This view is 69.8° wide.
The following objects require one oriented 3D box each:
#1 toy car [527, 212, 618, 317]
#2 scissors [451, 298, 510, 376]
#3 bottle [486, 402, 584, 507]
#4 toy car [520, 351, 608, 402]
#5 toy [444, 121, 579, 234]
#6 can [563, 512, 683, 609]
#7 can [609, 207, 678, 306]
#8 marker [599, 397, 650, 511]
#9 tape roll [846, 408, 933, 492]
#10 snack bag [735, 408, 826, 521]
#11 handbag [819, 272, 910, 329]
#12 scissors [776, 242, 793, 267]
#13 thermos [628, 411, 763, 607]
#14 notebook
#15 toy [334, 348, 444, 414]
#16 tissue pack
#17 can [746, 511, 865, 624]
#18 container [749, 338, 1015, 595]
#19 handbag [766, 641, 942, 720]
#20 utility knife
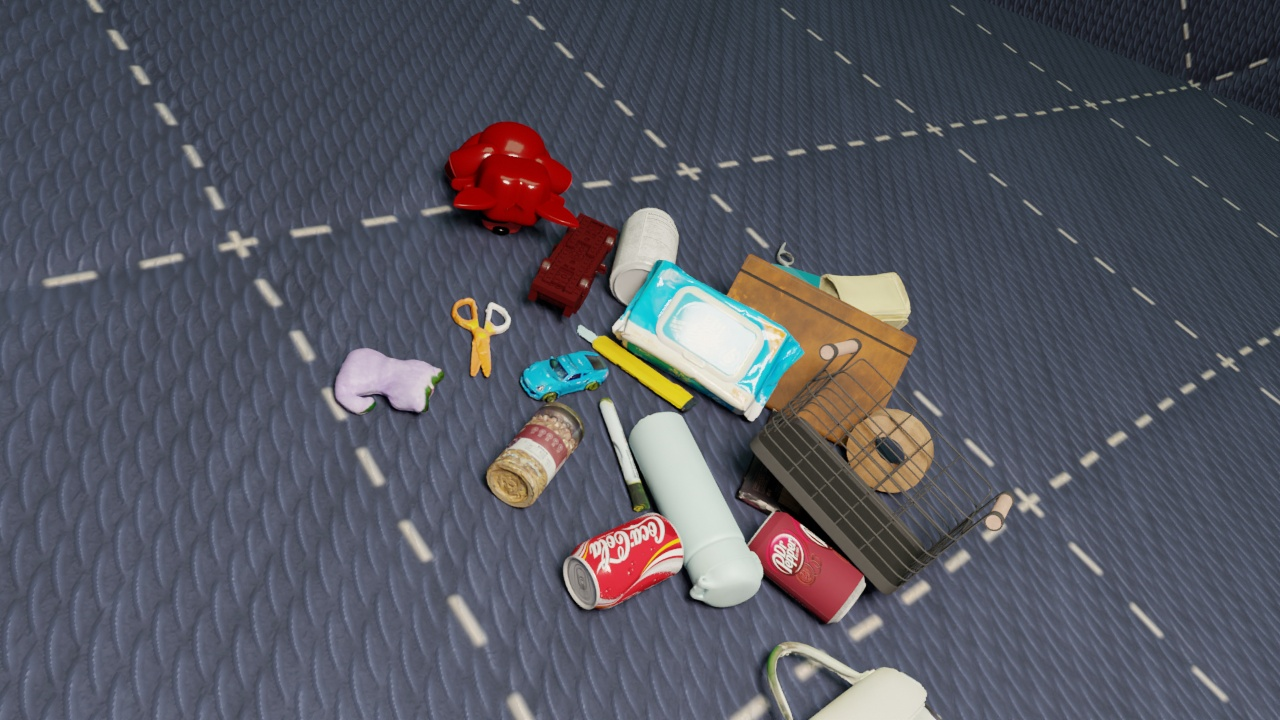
[{"bbox_3d":[-0.083,-0.113,1.137,0.070,0.062,0.169,25,41,0],"label":"toy car"},{"bbox_3d":[-0.174,-0.024,1.041,0.073,0.013,0.131,3,45,-22],"label":"scissors"},{"bbox_3d":[-0.104,0.093,0.918,0.056,0.056,0.105,30,42,6],"label":"bottle"},{"bbox_3d":[-0.083,0.014,1.029,0.105,0.032,0.048,-15,55,-34],"label":"toy car"},{"bbox_3d":[-0.166,-0.223,1.171,0.158,0.121,0.197,10,34,-20],"label":"toy"},{"bbox_3d":[-0.015,0.188,0.856,0.104,0.064,0.064,-17,56,-37],"label":"can"},{"bbox_3d":[0.007,-0.133,1.189,0.078,0.078,0.135,18,42,-7],"label":"can"},{"bbox_3d":[-0.019,0.099,0.984,0.017,0.017,0.146,1,46,-25],"label":"marker"},{"bbox_3d":[0.288,0.104,1.062,0.094,0.094,0.027,39,33,16],"label":"tape roll"},{"bbox_3d":[0.163,0.120,1.045,0.074,0.018,0.154,29,42,4],"label":"snack bag"},{"bbox_3d":[0.281,-0.062,1.221,0.119,0.111,0.081,-3,63,-25],"label":"handbag"},{"bbox_3d":[0.215,-0.113,1.314,0.141,0.014,0.171,19,45,-3],"label":"scissors"},{"bbox_3d":[0.054,0.149,0.928,0.077,0.065,0.206,-3,48,-30],"label":"thermos"},{"bbox_3d":[0.197,-0.019,1.128,0.249,0.014,0.178,28,81,4],"label":"notebook"},{"bbox_3d":[-0.258,0.026,0.933,0.099,0.037,0.080,16,52,-2],"label":"toy"},{"bbox_3d":[0.081,-0.024,1.088,0.209,0.066,0.117,32,82,3],"label":"tissue pack"},{"bbox_3d":[0.165,0.207,0.922,0.114,0.063,0.063,37,43,14],"label":"can"},{"bbox_3d":[0.250,0.107,0.962,0.241,0.130,0.162,48,24,16],"label":"container"},{"bbox_3d":[0.179,0.319,0.805,0.151,0.074,0.176,-18,55,-37],"label":"handbag"},{"bbox_3d":[-0.006,0.006,1.085,0.175,0.017,0.030,37,38,14],"label":"utility knife"}]
